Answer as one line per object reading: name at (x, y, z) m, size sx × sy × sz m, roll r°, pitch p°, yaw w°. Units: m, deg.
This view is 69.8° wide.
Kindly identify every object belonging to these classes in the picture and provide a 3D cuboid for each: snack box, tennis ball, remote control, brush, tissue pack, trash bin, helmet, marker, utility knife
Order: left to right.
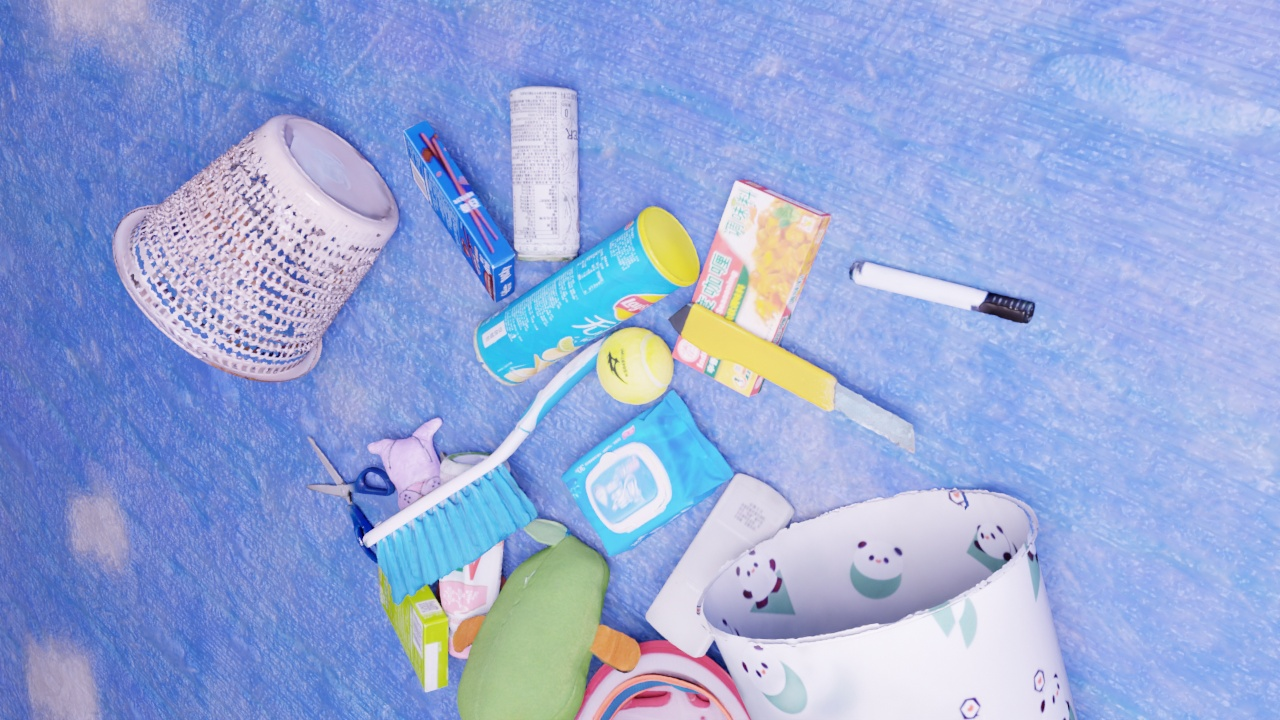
trash bin at (-0.354, -0.123, 0.899) m, size 0.192 × 0.227 × 0.227 m, roll -40°, pitch 77°, yaw 18°
snack box at (-0.235, 0.256, 0.942) m, size 0.156 × 0.026 × 0.086 m, roll 35°, pitch 128°, yaw 51°
snack box at (-0.165, -0.135, 0.845) m, size 0.157 × 0.026 × 0.085 m, roll 56°, pitch 164°, yaw 11°
brush at (-0.121, 0.098, 0.826) m, size 0.315 × 0.060 × 0.109 m, roll -32°, pitch 88°, yaw 7°
tennis ball at (-0.005, 0.005, 0.776) m, size 0.066 × 0.065 × 0.065 m, roll 7°, pitch 103°, yaw 31°
tissue pack at (0.001, 0.102, 0.799) m, size 0.157 × 0.052 × 0.095 m, roll -39°, pitch 79°, yaw 31°
helmet at (0.036, 0.368, 0.776) m, size 0.207 × 0.144 × 0.239 m, roll -3°, pitch 68°, yaw 26°
remote control at (0.066, 0.166, 0.753) m, size 0.058 × 0.021 × 0.150 m, roll 32°, pitch 88°, yaw 30°
snack box at (0.086, -0.056, 0.730) m, size 0.077 × 0.027 × 0.156 m, roll 29°, pitch 113°, yaw 24°
utility knife at (0.113, 0.011, 0.700) m, size 0.219 × 0.015 × 0.033 m, roll 30°, pitch 113°, yaw 25°
trash bin at (0.187, 0.246, 0.621) m, size 0.230 × 0.228 × 0.252 m, roll -17°, pitch 96°, yaw 33°
marker at (0.213, -0.049, 0.656) m, size 0.131 × 0.022 × 0.018 m, roll 18°, pitch 114°, yaw 27°

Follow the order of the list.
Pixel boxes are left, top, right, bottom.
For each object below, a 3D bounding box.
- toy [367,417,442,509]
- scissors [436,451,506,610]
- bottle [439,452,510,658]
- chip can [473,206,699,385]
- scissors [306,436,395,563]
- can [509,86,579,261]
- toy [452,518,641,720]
toy at (-0.223, 0.120, 0.939) m, size 0.084 × 0.039 × 0.108 m, roll -24°, pitch 80°, yaw 6°
scissors at (-0.195, 0.208, 0.963) m, size 0.189 × 0.015 × 0.226 m, roll 16°, pitch 106°, yaw 28°
bottle at (-0.166, 0.192, 0.902) m, size 0.068 × 0.068 × 0.197 m, roll 8°, pitch 98°, yaw 30°
chip can at (-0.051, -0.050, 0.792) m, size 0.211 × 0.071 × 0.071 m, roll -29°, pitch 83°, yaw 33°
scissors at (-0.324, 0.153, 1.030) m, size 0.163 × 0.012 × 0.176 m, roll -30°, pitch 85°, yaw 41°
can at (-0.082, -0.161, 0.797) m, size 0.058 × 0.058 × 0.147 m, roll 6°, pitch 102°, yaw 31°
toy at (-0.094, 0.255, 0.799) m, size 0.227 × 0.246 × 0.090 m, roll -5°, pitch 134°, yaw 34°
